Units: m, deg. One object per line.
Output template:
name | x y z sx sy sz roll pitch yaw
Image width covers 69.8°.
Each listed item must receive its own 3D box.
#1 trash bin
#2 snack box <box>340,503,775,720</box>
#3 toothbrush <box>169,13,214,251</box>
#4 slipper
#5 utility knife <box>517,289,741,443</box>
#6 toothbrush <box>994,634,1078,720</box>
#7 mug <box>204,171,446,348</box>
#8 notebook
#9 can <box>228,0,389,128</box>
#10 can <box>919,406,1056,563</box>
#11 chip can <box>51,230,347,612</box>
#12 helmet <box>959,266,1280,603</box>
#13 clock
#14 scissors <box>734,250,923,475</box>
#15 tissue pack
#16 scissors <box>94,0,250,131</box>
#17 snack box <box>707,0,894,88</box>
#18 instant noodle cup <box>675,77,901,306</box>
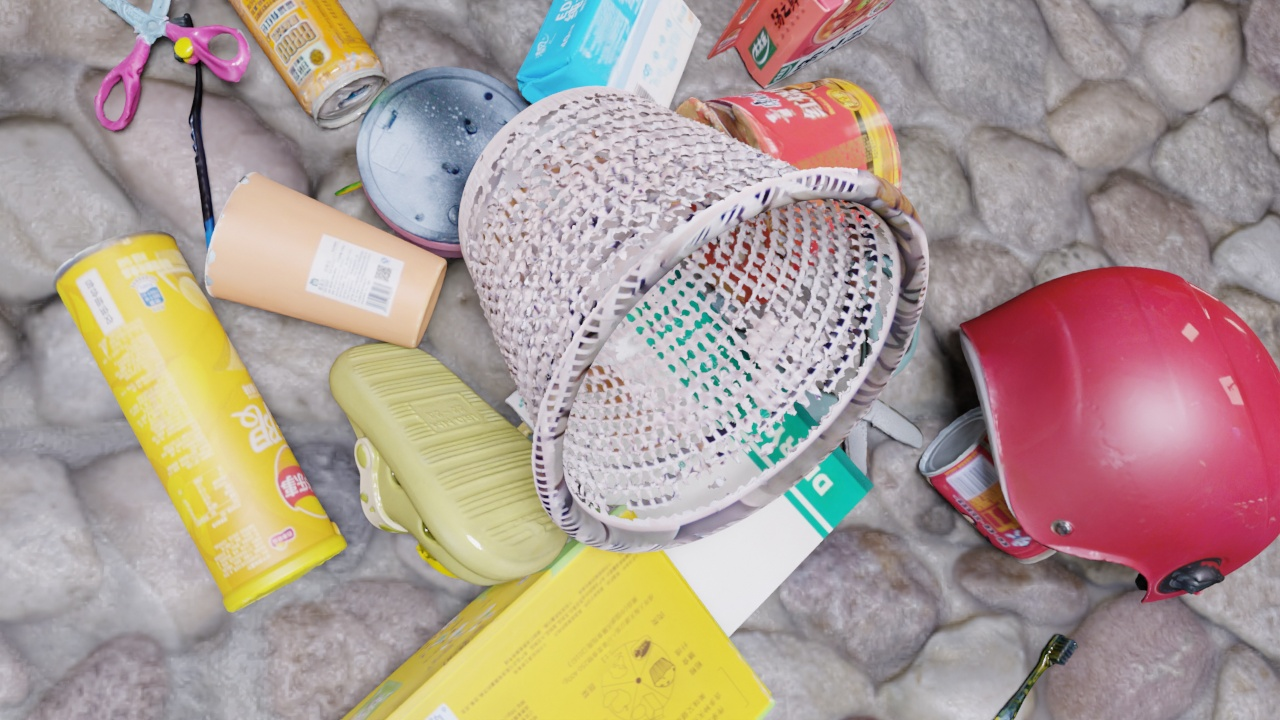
trash bin | 0.005 -0.042 0.498 0.227 0.228 0.192 -28 50 -16
snack box | -0.048 0.205 0.518 0.209 0.070 0.157 -40 100 -23
toothbrush | -0.280 -0.131 0.579 0.016 0.014 0.189 -8 83 -13
slipper | -0.118 0.065 0.536 0.091 0.082 0.190 -10 45 -46
utility knife | -0.004 0.004 0.619 0.212 0.022 0.031 -37 93 -21
toothbrush | 0.240 0.259 0.623 0.185 0.017 0.012 -44 99 -16
mug | -0.184 -0.055 0.551 0.122 0.078 0.078 19 76 -8
notebook | 0.036 0.056 0.603 0.150 0.012 0.209 -42 91 -15
can | -0.224 -0.224 0.585 0.058 0.058 0.146 -34 89 -17
can | 0.249 0.086 0.632 0.094 0.067 0.066 44 74 -2
chip can | -0.251 0.034 0.525 0.072 0.072 0.213 -30 88 -16
helmet | 0.334 0.036 0.585 0.240 0.144 0.206 27 42 -22
clock | -0.103 -0.113 0.592 0.158 0.060 0.117 27 74 -5
scissors | 0.140 -0.010 0.650 0.170 0.019 0.178 28 74 -5
tissue pack | -0.022 -0.205 0.610 0.090 0.063 0.139 36 65 -40
scissors | -0.306 -0.201 0.574 0.133 0.017 0.135 32 89 10
snack box | 0.124 -0.246 0.640 0.127 0.113 0.044 -32 89 -16
instant noodle cup | 0.095 -0.117 0.607 0.108 0.138 0.138 -24 86 -25
